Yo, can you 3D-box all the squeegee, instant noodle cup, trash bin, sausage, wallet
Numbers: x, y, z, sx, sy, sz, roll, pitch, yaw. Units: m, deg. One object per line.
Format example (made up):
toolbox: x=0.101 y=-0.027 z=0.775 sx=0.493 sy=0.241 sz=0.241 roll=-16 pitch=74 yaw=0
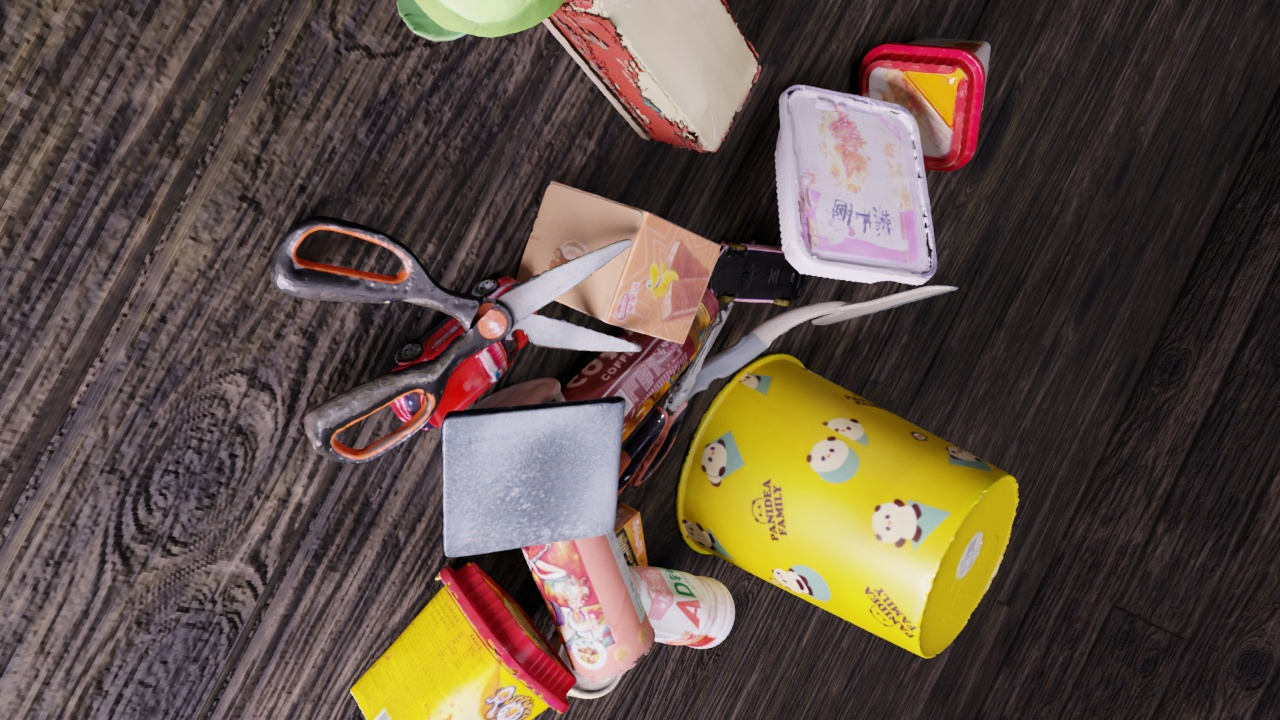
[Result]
squeegee: x=0.116 y=-0.015 z=0.839 sx=0.246 sy=0.247 sz=0.039 roll=-25 pitch=91 yaw=-14
instant noodle cup: x=-0.131 y=0.234 z=0.672 sx=0.123 sy=0.116 sz=0.116 roll=-42 pitch=139 yaw=-11
instant noodle cup: x=0.282 y=-0.259 z=0.892 sx=0.123 sy=0.116 sz=0.117 roll=-45 pitch=141 yaw=-43
instant noodle cup: x=0.176 y=-0.142 z=0.792 sx=0.138 sy=0.060 sz=0.173 roll=6 pitch=71 yaw=-18
trash bin: x=0.203 y=0.143 z=0.896 sx=0.228 sy=0.255 sz=0.230 roll=-27 pitch=129 yaw=-39
sausage: x=0.019 y=0.014 z=0.793 sx=0.164 sy=0.021 sz=0.021 roll=-49 pitch=141 yaw=-20
wallet: x=-0.068 y=0.073 z=0.588 sx=0.120 sy=0.019 sz=0.097 roll=-4 pitch=110 yaw=-25

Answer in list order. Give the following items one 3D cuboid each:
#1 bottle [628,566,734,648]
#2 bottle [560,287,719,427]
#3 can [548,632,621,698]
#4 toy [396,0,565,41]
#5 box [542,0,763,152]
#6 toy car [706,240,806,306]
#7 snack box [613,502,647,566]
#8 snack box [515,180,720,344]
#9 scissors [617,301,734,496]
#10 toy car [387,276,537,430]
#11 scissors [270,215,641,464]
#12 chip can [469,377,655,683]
bottle: x=0.011 y=0.217 z=0.822 sx=0.196 sy=0.068 sz=0.068 roll=28 pitch=88 yaw=-50
bottle: x=-0.004 y=0.004 z=0.729 sx=0.174 sy=0.057 sz=0.057 roll=-46 pitch=139 yaw=-23
can: x=-0.050 y=0.253 z=0.772 sx=0.058 sy=0.058 sz=0.116 roll=-48 pitch=177 yaw=-21
toy: x=-0.056 y=-0.269 z=0.432 sx=0.089 sy=0.227 sz=0.247 roll=-91 pitch=-162 yaw=-68
box: x=0.014 y=-0.214 z=0.609 sx=0.168 sy=0.079 sz=0.091 roll=37 pitch=80 yaw=-52
toy car: x=0.103 y=-0.080 z=0.832 sx=0.122 sy=0.037 sz=0.056 roll=0 pitch=108 yaw=-37
snack box: x=-0.026 y=0.210 z=0.847 sx=0.075 sy=0.026 sz=0.154 roll=-36 pitch=134 yaw=-34
snack box: x=-0.015 y=-0.068 z=0.645 sx=0.094 sy=0.093 sz=0.077 roll=13 pitch=100 yaw=-53
scissors: x=0.018 y=0.042 z=0.744 sx=0.194 sy=0.015 sz=0.206 roll=-45 pitch=162 yaw=-12
toy car: x=-0.113 y=-0.004 z=0.606 sx=0.120 sy=0.045 sz=0.053 roll=-48 pitch=141 yaw=-25
scissors: x=-0.111 y=-0.023 z=0.543 sx=0.221 sy=0.021 sz=0.224 roll=-47 pitch=119 yaw=0
chip can: x=-0.054 y=0.123 z=0.664 sx=0.071 sy=0.071 sz=0.215 roll=-33 pitch=111 yaw=-36
